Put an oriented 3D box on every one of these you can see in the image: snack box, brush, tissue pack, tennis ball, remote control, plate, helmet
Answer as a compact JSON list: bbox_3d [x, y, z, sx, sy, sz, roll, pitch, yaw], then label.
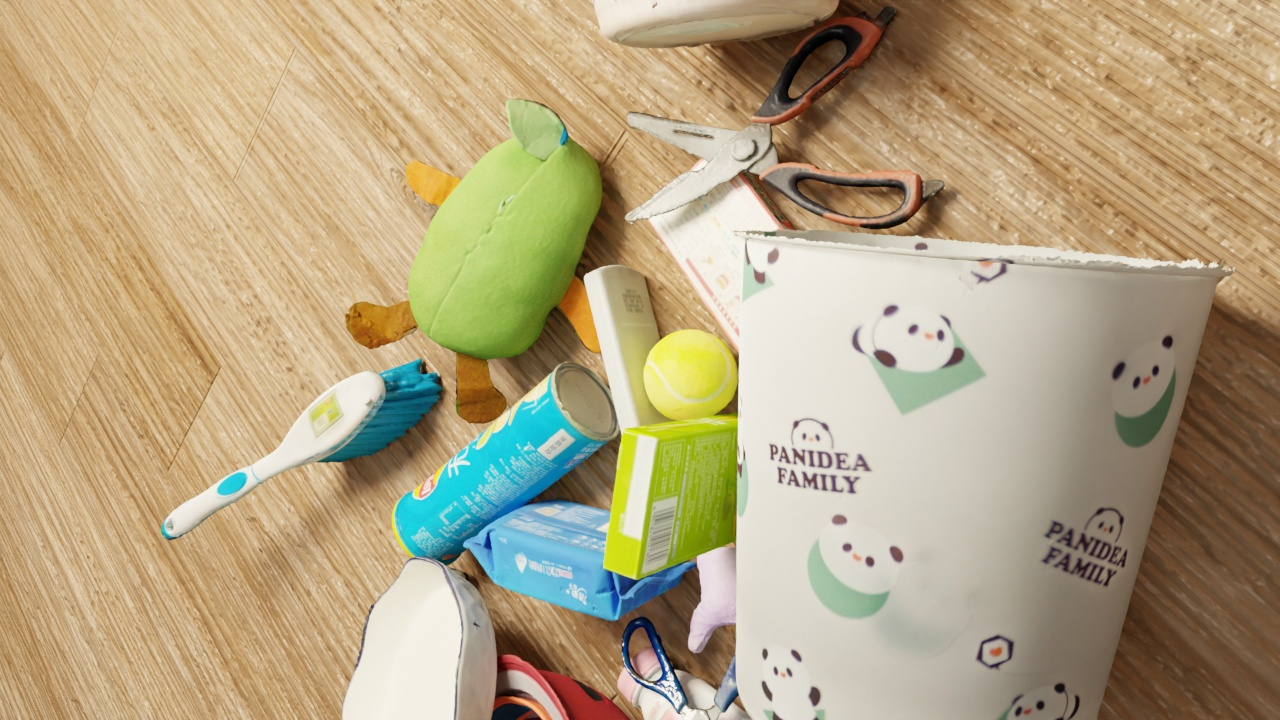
[{"bbox_3d":[0.034,0.081,0.586,0.026,0.156,0.086,11,97,32],"label":"snack box"},{"bbox_3d":[-0.322,0.089,0.854,0.315,0.109,0.060,-34,75,29],"label":"brush"},{"bbox_3d":[0.074,-0.067,0.634,0.077,0.027,0.155,-42,69,26],"label":"snack box"},{"bbox_3d":[-0.046,0.145,0.679,0.157,0.094,0.052,8,101,34],"label":"tissue pack"},{"bbox_3d":[0.035,0.011,0.639,0.066,0.065,0.065,1,91,34],"label":"tennis ball"},{"bbox_3d":[-0.004,0.004,0.669,0.021,0.058,0.150,-20,79,33],"label":"remote control"},{"bbox_3d":[-0.171,0.256,0.707,0.205,0.045,0.204,-34,46,44],"label":"plate"},{"bbox_3d":[-0.051,0.341,0.658,0.208,0.143,0.239,-24,57,46],"label":"helmet"}]

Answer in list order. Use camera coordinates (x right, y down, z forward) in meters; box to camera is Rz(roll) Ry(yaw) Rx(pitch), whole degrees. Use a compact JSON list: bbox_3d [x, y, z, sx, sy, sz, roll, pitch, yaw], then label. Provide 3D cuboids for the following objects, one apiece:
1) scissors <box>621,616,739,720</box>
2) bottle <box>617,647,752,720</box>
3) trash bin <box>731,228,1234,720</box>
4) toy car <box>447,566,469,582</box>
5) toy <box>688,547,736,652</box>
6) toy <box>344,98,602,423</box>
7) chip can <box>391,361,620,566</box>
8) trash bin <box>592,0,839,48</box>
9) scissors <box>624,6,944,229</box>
[{"bbox_3d":[0.041,0.231,0.614,0.162,0.012,0.176,-40,47,-11],"label":"scissors"},{"bbox_3d":[0.065,0.273,0.625,0.197,0.068,0.068,35,109,32],"label":"bottle"},{"bbox_3d":[0.152,0.064,0.477,0.230,0.229,0.252,10,101,33],"label":"trash bin"},{"bbox_3d":[-0.171,0.227,0.799,0.042,0.035,0.090,6,96,35],"label":"toy car"},{"bbox_3d":[0.081,0.155,0.620,0.108,0.039,0.083,-9,55,29],"label":"toy"},{"bbox_3d":[-0.114,-0.077,0.723,0.227,0.089,0.247,40,106,8],"label":"toy"},{"bbox_3d":[-0.110,0.087,0.735,0.211,0.071,0.071,-39,70,27],"label":"chip can"},{"bbox_3d":[0.040,-0.300,0.558,0.228,0.226,0.192,3,105,34],"label":"trash bin"},{"bbox_3d":[0.089,-0.141,0.607,0.226,0.015,0.189,-39,72,16],"label":"scissors"}]
